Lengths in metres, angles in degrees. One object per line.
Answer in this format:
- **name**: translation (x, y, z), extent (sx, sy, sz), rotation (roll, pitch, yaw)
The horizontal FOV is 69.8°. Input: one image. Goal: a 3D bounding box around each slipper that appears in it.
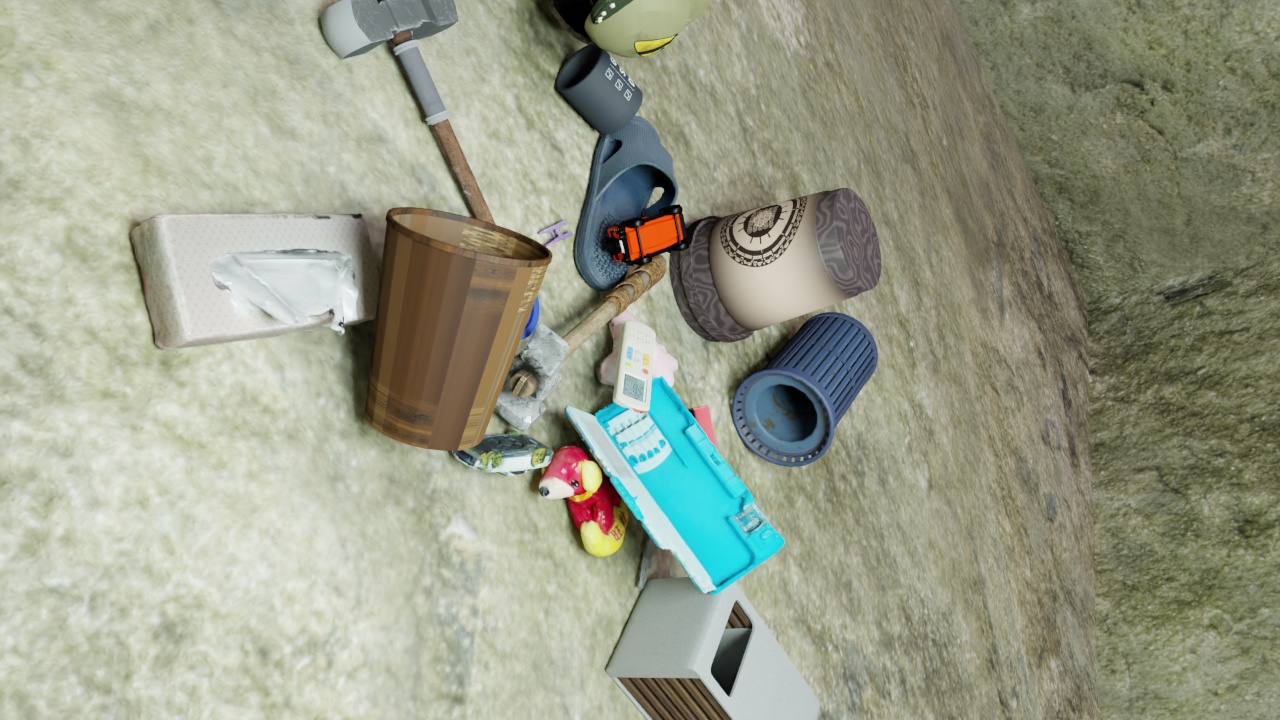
- **slipper**: translation (-0.006, -0.200, 1.085), extent (0.101, 0.083, 0.262), rotation (43, 49, -35)

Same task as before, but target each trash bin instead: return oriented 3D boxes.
- **trash bin**: translation (0.241, 0.029, 1.289), extent (0.248, 0.140, 0.139), rotation (-39, 110, -52)
- **trash bin**: translation (0.085, 0.354, 0.992), extent (0.229, 0.115, 0.114), rotation (56, 41, -25)

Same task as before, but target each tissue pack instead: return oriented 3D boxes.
- **tissue pack**: translation (-0.276, -0.062, 0.701), extent (0.181, 0.071, 0.104), rotation (-11, 87, -57)

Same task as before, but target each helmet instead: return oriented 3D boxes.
- **helmet**: translation (-0.022, -0.442, 0.976), extent (0.232, 0.256, 0.250), rotation (-24, 97, -49)

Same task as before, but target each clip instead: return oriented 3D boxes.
- **clip**: translation (-0.091, -0.137, 1.010), extent (0.037, 0.013, 0.053), rotation (58, 37, -24)

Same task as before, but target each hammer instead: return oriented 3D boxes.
- **hammer**: translation (-0.045, -0.044, 0.961), extent (0.049, 0.122, 0.317), rotation (37, 37, 5)
- **hammer**: translation (-0.181, -0.200, 0.895), extent (0.155, 0.043, 0.322), rotation (-43, 115, -50)

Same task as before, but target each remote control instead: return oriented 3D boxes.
- **remote control**: translation (-0.006, 0.006, 0.974), extent (0.038, 0.018, 0.125), rotation (22, 43, -16)

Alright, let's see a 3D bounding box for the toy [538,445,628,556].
- **toy**: translation (-0.050, 0.135, 0.937), extent (0.137, 0.067, 0.105), rotation (56, 32, -37)

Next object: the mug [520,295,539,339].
- **mug**: translation (-0.149, -0.066, 0.855), extent (0.074, 0.076, 0.112), rotation (-1, 80, -53)

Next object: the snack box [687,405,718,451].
- **snack box**: translation (0.077, 0.121, 1.092), extent (0.021, 0.089, 0.133), rotation (-11, 87, -9)

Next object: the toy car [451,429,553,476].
- **toy car**: translation (-0.131, 0.089, 0.858), extent (0.105, 0.048, 0.033), rotation (3, 110, -53)

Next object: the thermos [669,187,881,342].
- **thermos**: translation (0.175, -0.125, 1.175), extent (0.172, 0.227, 0.172), rotation (21, 62, -48)

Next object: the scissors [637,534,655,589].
- **scissors**: translation (0.013, 0.177, 1.043), extent (0.090, 0.014, 0.171), rotation (61, 37, -17)

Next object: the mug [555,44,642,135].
- **mug**: translation (-0.051, -0.328, 1.087), extent (0.077, 0.071, 0.105), rotation (40, 23, -39)

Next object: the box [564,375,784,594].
- **box**: translation (0.024, 0.134, 0.943), extent (0.172, 0.084, 0.227), rotation (-16, 62, -46)

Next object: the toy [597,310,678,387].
- **toy**: translation (0.000, -0.001, 1.044), extent (0.096, 0.053, 0.098), rotation (25, 55, -16)

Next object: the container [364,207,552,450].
- **container**: translation (-0.157, -0.024, 0.747), extent (0.132, 0.132, 0.167), rotation (-5, 118, -53)

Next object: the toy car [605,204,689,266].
- **toy car**: translation (0.008, -0.140, 1.027), extent (0.100, 0.049, 0.051), rotation (-25, 111, -37)
